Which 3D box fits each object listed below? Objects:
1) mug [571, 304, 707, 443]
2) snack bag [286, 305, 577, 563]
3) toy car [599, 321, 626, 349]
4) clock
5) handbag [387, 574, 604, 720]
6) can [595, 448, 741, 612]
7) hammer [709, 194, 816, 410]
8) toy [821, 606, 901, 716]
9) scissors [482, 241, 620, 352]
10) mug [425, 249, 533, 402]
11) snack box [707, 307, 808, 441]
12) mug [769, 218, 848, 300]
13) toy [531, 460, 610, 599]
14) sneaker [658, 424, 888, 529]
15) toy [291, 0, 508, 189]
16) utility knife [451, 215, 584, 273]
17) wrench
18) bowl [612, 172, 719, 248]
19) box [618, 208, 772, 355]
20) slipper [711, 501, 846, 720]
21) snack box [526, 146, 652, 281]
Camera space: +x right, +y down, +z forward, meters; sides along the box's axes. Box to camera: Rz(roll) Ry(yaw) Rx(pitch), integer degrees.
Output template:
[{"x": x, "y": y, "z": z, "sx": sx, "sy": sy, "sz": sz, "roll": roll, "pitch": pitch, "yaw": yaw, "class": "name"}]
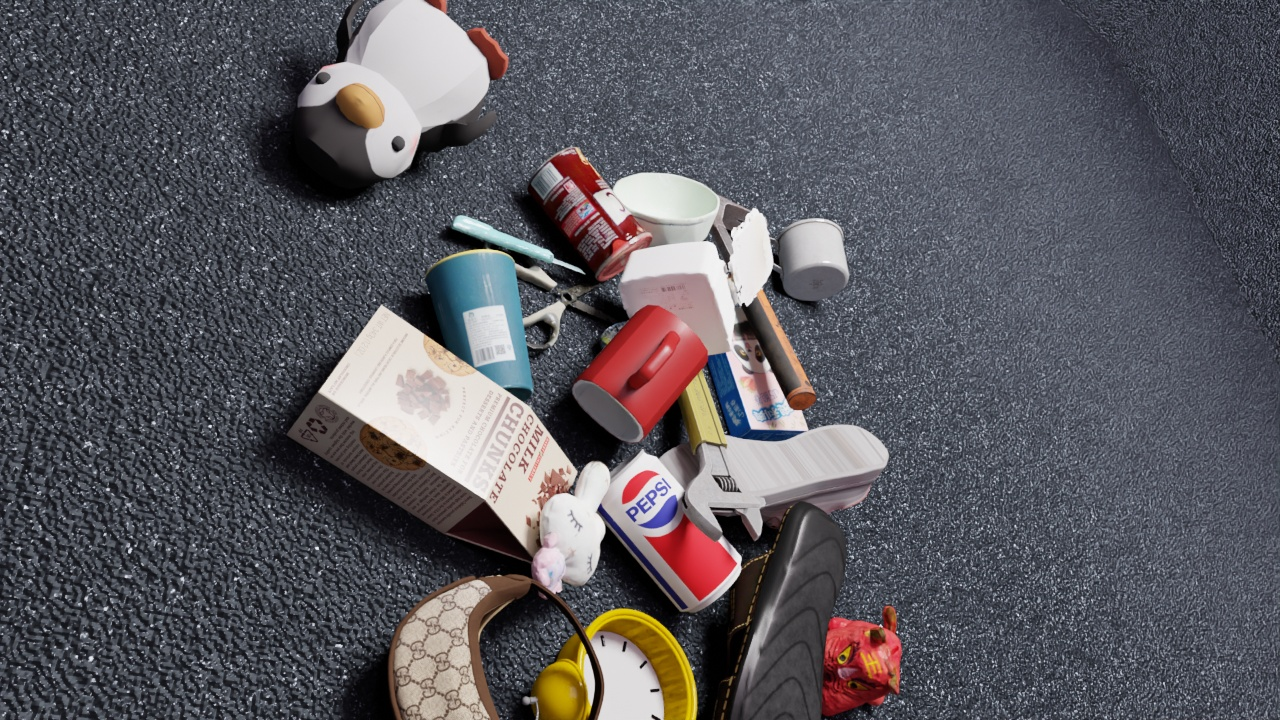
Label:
[{"x": 0.004, "y": 0.008, "z": 0.814, "sx": 0.080, "sy": 0.117, "sz": 0.096, "roll": 42, "pitch": 67, "yaw": -3, "class": "mug"}, {"x": -0.145, "y": 0.065, "z": 0.701, "sx": 0.206, "sy": 0.070, "sz": 0.094, "roll": 36, "pitch": 44, "yaw": -15, "class": "snack bag"}, {"x": -0.005, "y": 0.005, "z": 0.891, "sx": 0.038, "sy": 0.027, "sz": 0.089, "roll": -30, "pitch": 85, "yaw": -24, "class": "toy car"}, {"x": -0.020, "y": 0.255, "z": 0.688, "sx": 0.113, "sy": 0.052, "sz": 0.151, "roll": 55, "pitch": 37, "yaw": 5, "class": "clock"}, {"x": -0.091, "y": 0.227, "z": 0.609, "sx": 0.138, "sy": 0.063, "sz": 0.166, "roll": -16, "pitch": 71, "yaw": -20, "class": "handbag"}, {"x": 0.021, "y": 0.145, "z": 0.785, "sx": 0.132, "sy": 0.070, "sz": 0.070, "roll": 50, "pitch": 42, "yaw": -1, "class": "can"}, {"x": 0.129, "y": -0.073, "z": 1.017, "sx": 0.137, "sy": 0.035, "sz": 0.314, "roll": 10, "pitch": 44, "yaw": -34, "class": "hammer"}, {"x": 0.222, "y": 0.271, "z": 0.850, "sx": 0.132, "sy": 0.094, "sz": 0.088, "roll": -18, "pitch": 74, "yaw": -48, "class": "toy"}, {"x": -0.087, "y": -0.064, "z": 0.886, "sx": 0.157, "sy": 0.013, "sz": 0.170, "roll": 44, "pitch": 38, "yaw": -6, "class": "scissors"}, {"x": -0.132, "y": -0.022, "z": 0.775, "sx": 0.078, "sy": 0.078, "sz": 0.121, "roll": 1, "pitch": 65, "yaw": -40, "class": "mug"}, {"x": 0.118, "y": 0.014, "z": 0.991, "sx": 0.087, "sy": 0.033, "sz": 0.154, "roll": 4, "pitch": 58, "yaw": -37, "class": "snack box"}, {"x": 0.198, "y": -0.123, "z": 1.133, "sx": 0.113, "sy": 0.084, "sz": 0.070, "roll": -1, "pitch": 59, "yaw": -2, "class": "mug"}, {"x": -0.051, "y": 0.135, "z": 0.705, "sx": 0.122, "sy": 0.038, "sz": 0.079, "roll": -53, "pitch": 141, "yaw": -56, "class": "toy"}, {"x": 0.122, "y": 0.126, "z": 0.882, "sx": 0.236, "sy": 0.090, "sz": 0.099, "roll": -4, "pitch": 35, "yaw": -17, "class": "sneaker"}, {"x": -0.230, "y": -0.224, "z": 0.816, "sx": 0.159, "sy": 0.140, "sz": 0.183, "roll": 41, "pitch": 58, "yaw": -10, "class": "toy"}, {"x": -0.114, "y": -0.110, "z": 0.876, "sx": 0.141, "sy": 0.015, "sz": 0.022, "roll": 18, "pitch": 25, "yaw": -27, "class": "utility knife"}, {"x": 0.057, "y": 0.069, "z": 0.843, "sx": 0.083, "sy": 0.018, "sz": 0.273, "roll": 16, "pitch": 29, "yaw": -20, "class": "wrench"}, {"x": 0.024, "y": -0.152, "z": 0.994, "sx": 0.117, "sy": 0.061, "sz": 0.117, "roll": 5, "pitch": 35, "yaw": -4, "class": "bowl"}, {"x": 0.070, "y": -0.088, "z": 0.920, "sx": 0.131, "sy": 0.152, "sz": 0.107, "roll": -77, "pitch": 153, "yaw": -43, "class": "box"}, {"x": 0.112, "y": 0.249, "z": 0.786, "sx": 0.113, "sy": 0.076, "sz": 0.267, "roll": 33, "pitch": 60, "yaw": -26, "class": "slipper"}, {"x": -0.052, "y": -0.148, "z": 0.928, "sx": 0.121, "sy": 0.072, "sz": 0.072, "roll": 52, "pitch": 42, "yaw": 7, "class": "snack box"}]
